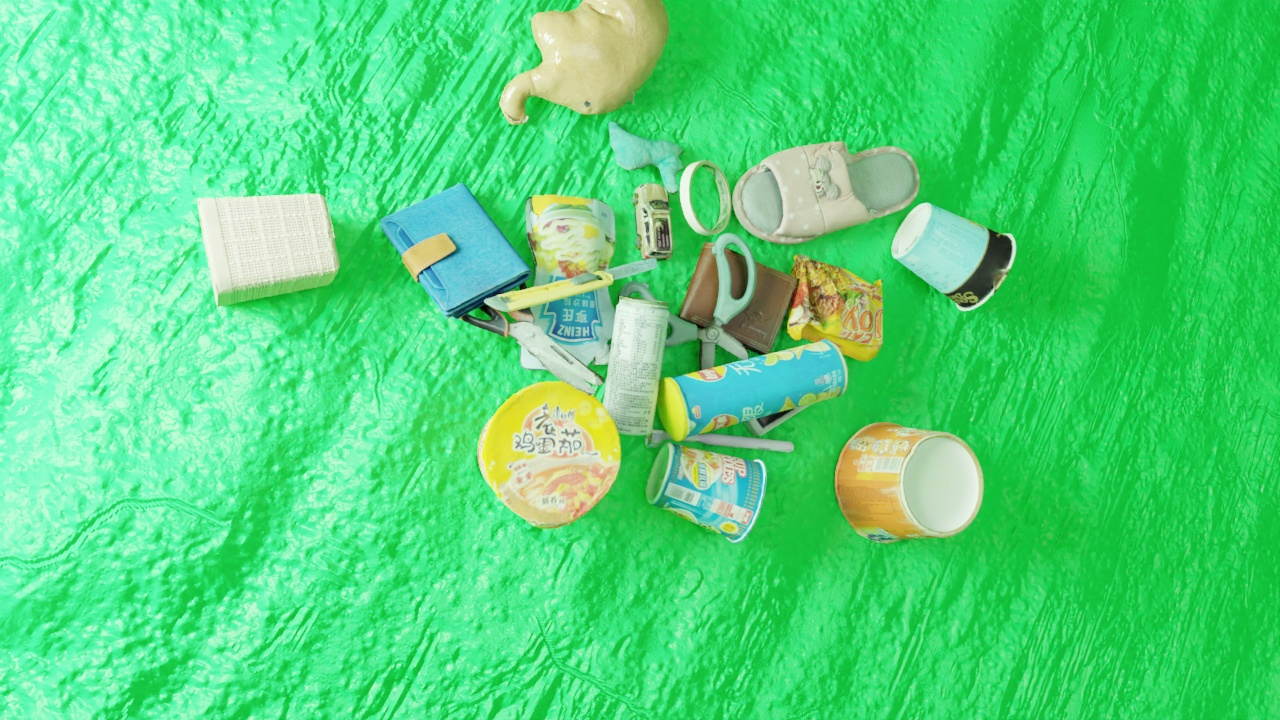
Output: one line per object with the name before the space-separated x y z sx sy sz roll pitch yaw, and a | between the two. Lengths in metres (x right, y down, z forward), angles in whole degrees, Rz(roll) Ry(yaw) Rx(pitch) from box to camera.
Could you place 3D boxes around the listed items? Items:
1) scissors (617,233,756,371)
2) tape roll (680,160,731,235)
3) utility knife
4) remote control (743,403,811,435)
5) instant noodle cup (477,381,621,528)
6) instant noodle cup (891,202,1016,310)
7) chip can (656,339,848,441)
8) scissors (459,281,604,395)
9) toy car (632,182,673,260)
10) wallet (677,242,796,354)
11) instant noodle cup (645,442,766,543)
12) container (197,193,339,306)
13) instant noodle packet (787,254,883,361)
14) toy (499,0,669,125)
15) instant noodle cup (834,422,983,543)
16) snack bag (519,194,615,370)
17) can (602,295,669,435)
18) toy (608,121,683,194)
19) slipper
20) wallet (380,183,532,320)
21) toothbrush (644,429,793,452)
scissors | 0.054 -0.065 1.038 0.179 0.019 0.170 7 94 -14
tape roll | 0.076 -0.188 1.066 0.085 0.014 0.085 5 83 -50
utility knife | -0.064 -0.080 0.970 0.218 0.022 0.031 -15 49 -39
remote control | 0.182 0.033 1.102 0.149 0.021 0.058 -30 96 -22
instant noodle cup | -0.103 0.094 0.937 0.138 0.110 0.138 2 83 -22
instant noodle cup | 0.389 -0.139 1.159 0.120 0.111 0.111 28 75 -11
chip can | 0.127 0.032 1.032 0.210 0.071 0.071 -13 90 -19
scissors | -0.114 -0.042 0.937 0.207 0.015 0.192 7 52 0
toy car | 0.017 -0.160 1.050 0.042 0.035 0.090 -3 83 -24
wallet | 0.113 -0.072 1.079 0.124 0.032 0.101 22 82 -15
instant noodle cup | 0.069 0.141 1.013 0.110 0.099 0.099 19 78 -11
container | -0.352 -0.108 0.873 0.110 0.090 0.090 -11 89 -24
instant noodle packet | 0.241 -0.064 1.115 0.128 0.044 0.110 15 69 -21
toy | -0.057 -0.338 1.018 0.143 0.083 0.225 36 76 -9
instant noodle cup | 0.326 0.147 1.098 0.151 0.112 0.151 2 83 -21
snack bag | -0.077 -0.083 1.005 0.110 0.039 0.191 3 84 -32
can | -0.006 0.006 0.995 0.058 0.058 0.147 6 96 -21
toy | 0.011 -0.232 1.051 0.091 0.030 0.096 0 62 -25
slipper | 0.239 -0.212 1.130 0.273 0.054 0.114 -13 90 -23
wallet | -0.190 -0.114 0.940 0.106 0.040 0.133 -30 70 -22
toothbrush | 0.096 0.095 1.063 0.189 0.029 0.021 6 45 -22
